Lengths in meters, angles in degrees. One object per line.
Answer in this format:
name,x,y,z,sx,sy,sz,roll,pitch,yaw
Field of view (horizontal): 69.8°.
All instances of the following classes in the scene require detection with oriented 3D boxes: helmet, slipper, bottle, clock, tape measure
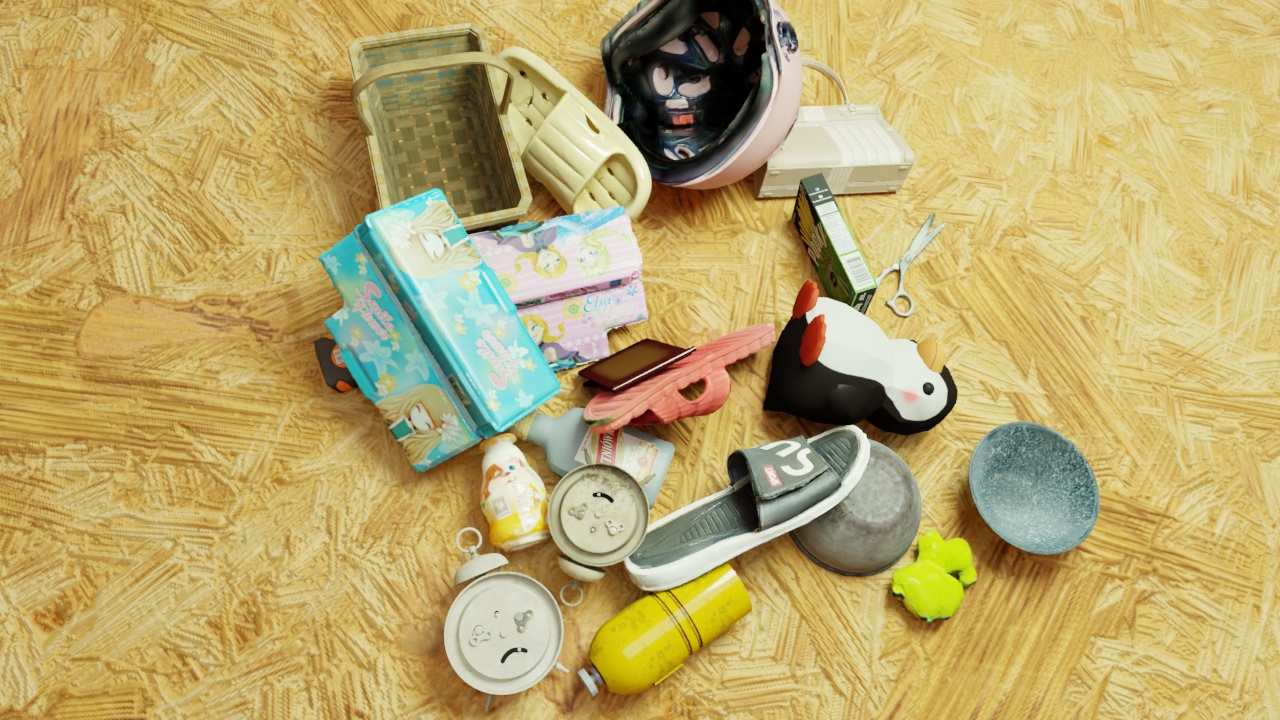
helmet,0.079,-0.297,1.012,0.152,0.231,0.255,15,47,-51
slipper,0.097,0.124,0.863,0.264,0.111,0.063,-29,112,-2
bottle,-0.123,0.125,0.875,0.063,0.063,0.109,-14,74,-13
slipper,-0.100,-0.244,1.003,0.261,0.112,0.079,50,32,17
bottle,0.018,0.249,0.841,0.163,0.071,0.071,-31,75,-18
clock,-0.043,0.160,0.856,0.093,0.054,0.140,19,85,5
tape measure,-0.292,-0.001,0.924,0.059,0.038,0.058,-23,72,-1
bottle,-0.052,0.088,0.911,0.161,0.046,0.072,22,67,2
clock,-0.132,0.227,0.837,0.103,0.061,0.157,-21,80,-13
slipper,0.047,0.027,0.914,0.248,0.104,0.059,-27,100,-38

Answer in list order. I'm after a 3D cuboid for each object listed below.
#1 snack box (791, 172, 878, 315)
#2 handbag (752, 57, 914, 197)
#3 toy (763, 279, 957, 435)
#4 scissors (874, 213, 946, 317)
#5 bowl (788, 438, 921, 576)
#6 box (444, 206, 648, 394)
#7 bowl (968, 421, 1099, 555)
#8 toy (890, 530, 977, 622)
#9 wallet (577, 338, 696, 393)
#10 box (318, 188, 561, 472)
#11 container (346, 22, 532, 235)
snack box,0.210,-0.121,1.006,0.025,0.080,0.147,-18,68,-6
handbag,0.211,-0.291,1.105,0.175,0.062,0.197,-4,60,-9
toy,0.231,0.023,0.948,0.184,0.140,0.158,18,34,-10
scissors,0.293,-0.115,1.056,0.118,0.014,0.161,14,70,-2
bowl,0.219,0.137,0.914,0.145,0.067,0.144,3,68,-6
box,-0.107,-0.063,0.933,0.230,0.063,0.160,-14,91,-12
bowl,0.391,0.136,0.942,0.137,0.057,0.137,3,68,-7
toy,0.292,0.215,0.910,0.094,0.036,0.093,14,62,-9
wallet,-0.006,0.005,0.917,0.091,0.116,0.018,-26,103,-17
box,-0.196,-0.027,0.848,0.170,0.085,0.227,-32,95,-9
container,-0.209,-0.245,0.950,0.157,0.187,0.249,-13,70,-12
